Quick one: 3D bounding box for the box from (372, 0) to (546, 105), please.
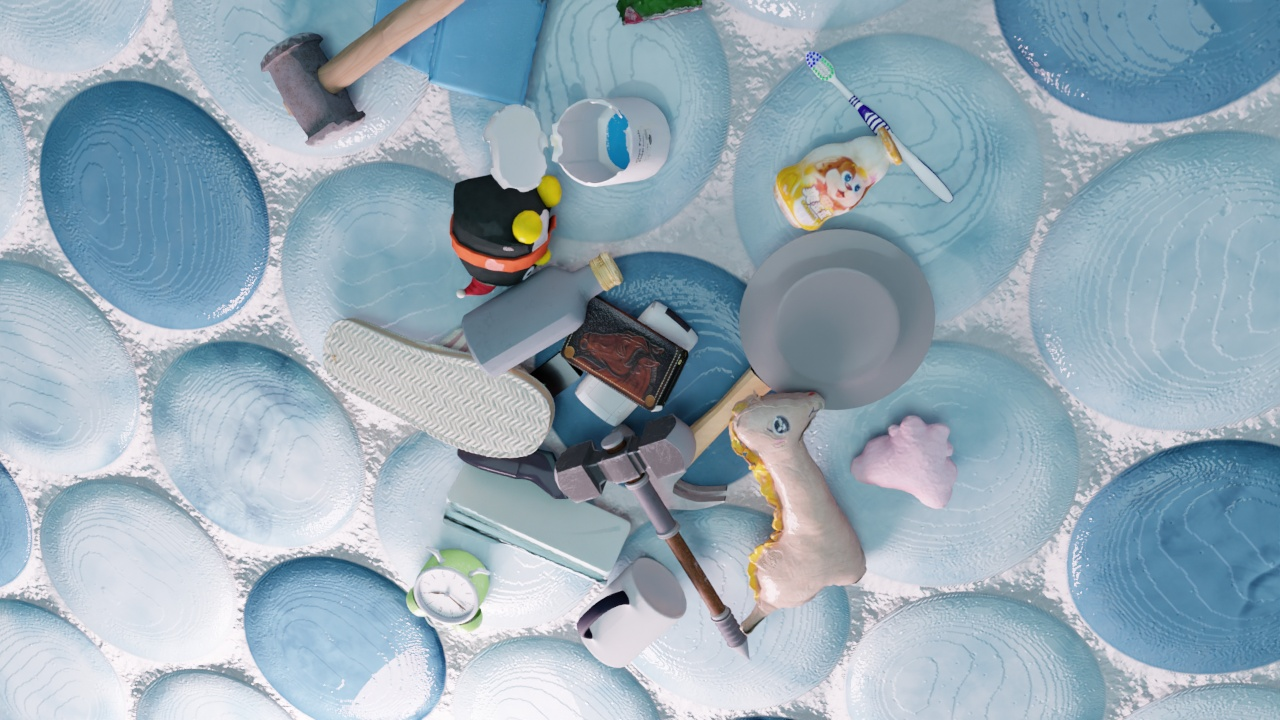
[{"bbox_3d":[-0.155,-0.357,0.802,0.173,0.066,0.232,19,115,5],"label":"box"}]

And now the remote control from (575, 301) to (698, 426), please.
[{"bbox_3d":[-0.006,0.005,0.934,0.060,0.025,0.139,40,111,-6],"label":"remote control"}]

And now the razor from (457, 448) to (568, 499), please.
[{"bbox_3d":[-0.127,0.114,0.986,0.143,0.047,0.052,12,87,1],"label":"razor"}]

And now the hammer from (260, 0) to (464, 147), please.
[{"bbox_3d":[-0.212,-0.288,0.799,0.329,0.052,0.098,-17,108,36],"label":"hammer"}]

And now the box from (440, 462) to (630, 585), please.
[{"bbox_3d":[-0.120,0.192,1.020,0.199,0.085,0.096,24,147,5],"label":"box"}]

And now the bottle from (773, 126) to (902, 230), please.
[{"bbox_3d":[0.174,-0.162,0.808,0.109,0.063,0.063,-29,103,23],"label":"bottle"}]

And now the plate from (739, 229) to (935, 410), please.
[{"bbox_3d":[0.181,-0.033,0.850,0.178,0.012,0.179,3,113,8],"label":"plate"}]

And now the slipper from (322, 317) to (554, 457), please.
[{"bbox_3d":[-0.210,0.020,0.968,0.263,0.052,0.115,19,111,10],"label":"slipper"}]

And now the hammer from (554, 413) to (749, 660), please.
[{"bbox_3d":[0.046,0.206,0.965,0.156,0.043,0.322,-19,115,24],"label":"hammer"}]

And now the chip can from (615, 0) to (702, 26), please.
[{"bbox_3d":[-0.004,-0.395,0.748,0.075,0.075,0.223,-8,109,14],"label":"chip can"}]

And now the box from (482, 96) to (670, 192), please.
[{"bbox_3d":[-0.051,-0.188,0.799,0.119,0.159,0.085,8,107,19],"label":"box"}]

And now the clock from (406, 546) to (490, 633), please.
[{"bbox_3d":[-0.222,0.270,1.074,0.094,0.042,0.119,24,114,2],"label":"clock"}]

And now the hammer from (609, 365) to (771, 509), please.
[{"bbox_3d":[0.111,0.026,0.913,0.131,0.039,0.329,41,113,-7],"label":"hammer"}]

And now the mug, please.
[{"bbox_3d":[-0.020,0.276,1.001,0.097,0.111,0.078,-47,56,23],"label":"mug"}]

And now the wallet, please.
[{"bbox_3d":[-0.017,-0.008,0.901,0.123,0.019,0.072,31,104,26],"label":"wallet"}]

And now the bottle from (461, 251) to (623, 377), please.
[{"bbox_3d":[-0.094,-0.052,0.898,0.161,0.072,0.046,-30,146,7],"label":"bottle"}]

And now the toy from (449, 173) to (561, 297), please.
[{"bbox_3d":[-0.133,-0.118,0.878,0.100,0.097,0.119,16,136,5],"label":"toy"}]

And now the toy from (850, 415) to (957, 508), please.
[{"bbox_3d":[0.265,0.096,0.901,0.102,0.050,0.093,16,117,9],"label":"toy"}]

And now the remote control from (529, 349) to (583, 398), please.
[{"bbox_3d":[-0.127,0.043,0.980,0.150,0.013,0.034,-36,101,22],"label":"remote control"}]

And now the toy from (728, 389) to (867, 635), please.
[{"bbox_3d":[0.135,0.154,0.920,0.196,0.065,0.264,-32,119,4],"label":"toy"}]

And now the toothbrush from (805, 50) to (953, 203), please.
[{"bbox_3d":[0.212,-0.205,0.811,0.186,0.016,0.015,43,113,-7],"label":"toothbrush"}]
